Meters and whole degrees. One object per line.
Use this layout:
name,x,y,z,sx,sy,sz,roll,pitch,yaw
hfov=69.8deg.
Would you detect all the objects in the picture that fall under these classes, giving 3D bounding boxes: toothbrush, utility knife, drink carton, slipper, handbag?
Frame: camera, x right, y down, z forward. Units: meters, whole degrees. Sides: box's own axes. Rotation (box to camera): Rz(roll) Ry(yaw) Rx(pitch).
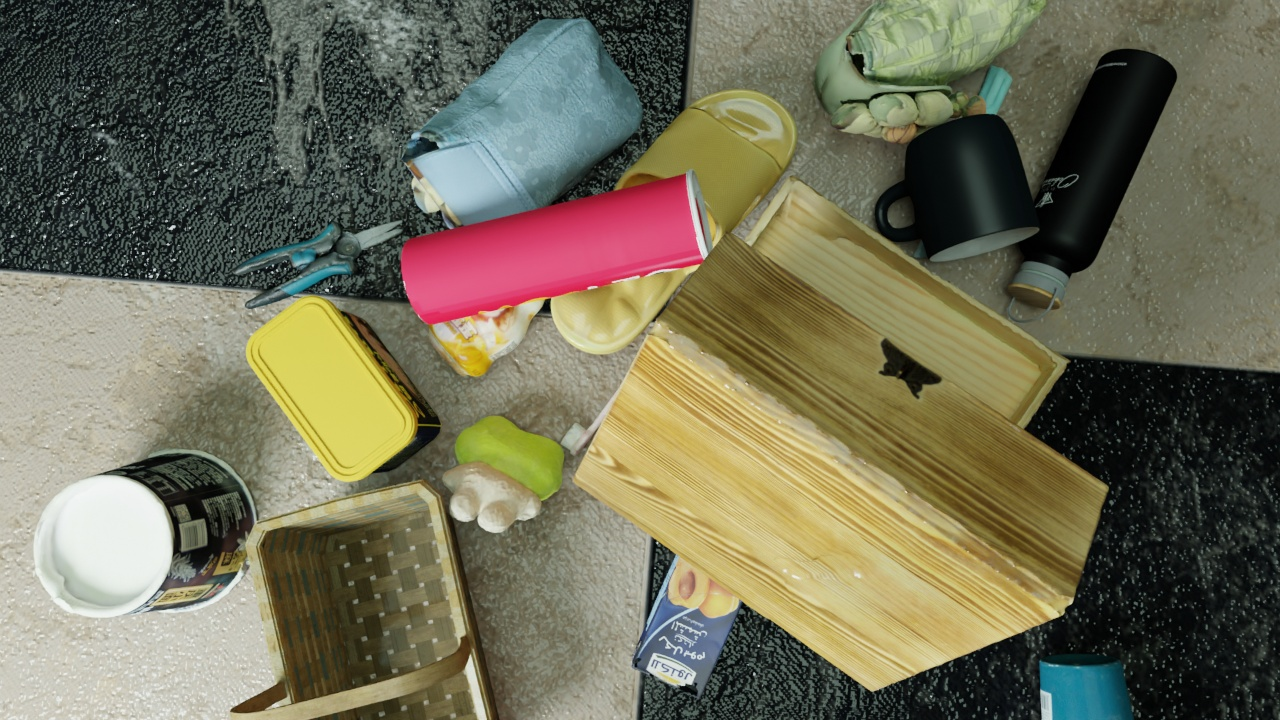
toothbrush,-0.005,0.004,0.768,0.018,0.015,0.181,39,88,10
utility knife,0.270,-0.167,0.773,0.022,0.016,0.179,24,86,16
drink carton,0.046,0.198,0.739,0.064,0.040,0.130,24,87,4
slipper,0.024,-0.119,0.729,0.099,0.078,0.263,38,85,6
handbag,-0.101,-0.184,0.740,0.191,0.119,0.122,-49,126,-12
handbag,0.235,-0.238,0.734,0.186,0.113,0.117,-21,93,-1

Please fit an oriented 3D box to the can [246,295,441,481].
can,-0.228,0.024,0.726,0.075,0.104,0.135,-38,86,-2

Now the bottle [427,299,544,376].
bottle,-0.119,-0.038,0.750,0.108,0.063,0.063,-41,86,-4

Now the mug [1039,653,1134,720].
mug,0.347,0.294,0.710,0.078,0.078,0.121,-4,80,1

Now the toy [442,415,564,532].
toy,-0.110,0.091,0.724,0.092,0.115,0.046,25,125,1

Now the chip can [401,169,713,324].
chip can,-0.061,-0.081,0.677,0.221,0.069,0.069,-11,85,11

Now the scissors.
scissors,-0.278,-0.091,0.780,0.140,0.019,0.128,21,86,1

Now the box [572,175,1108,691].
box,0.156,0.028,0.694,0.279,0.283,0.314,33,55,3

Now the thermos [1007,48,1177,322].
thermos,0.357,-0.135,0.745,0.061,0.061,0.231,26,87,3

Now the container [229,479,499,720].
container,-0.194,0.223,0.669,0.157,0.186,0.250,-14,85,0

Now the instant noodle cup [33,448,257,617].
instant noodle cup,-0.390,0.138,0.719,0.137,0.112,0.137,0,85,1

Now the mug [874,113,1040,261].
mug,0.245,-0.131,0.735,0.122,0.085,0.094,-18,81,39
